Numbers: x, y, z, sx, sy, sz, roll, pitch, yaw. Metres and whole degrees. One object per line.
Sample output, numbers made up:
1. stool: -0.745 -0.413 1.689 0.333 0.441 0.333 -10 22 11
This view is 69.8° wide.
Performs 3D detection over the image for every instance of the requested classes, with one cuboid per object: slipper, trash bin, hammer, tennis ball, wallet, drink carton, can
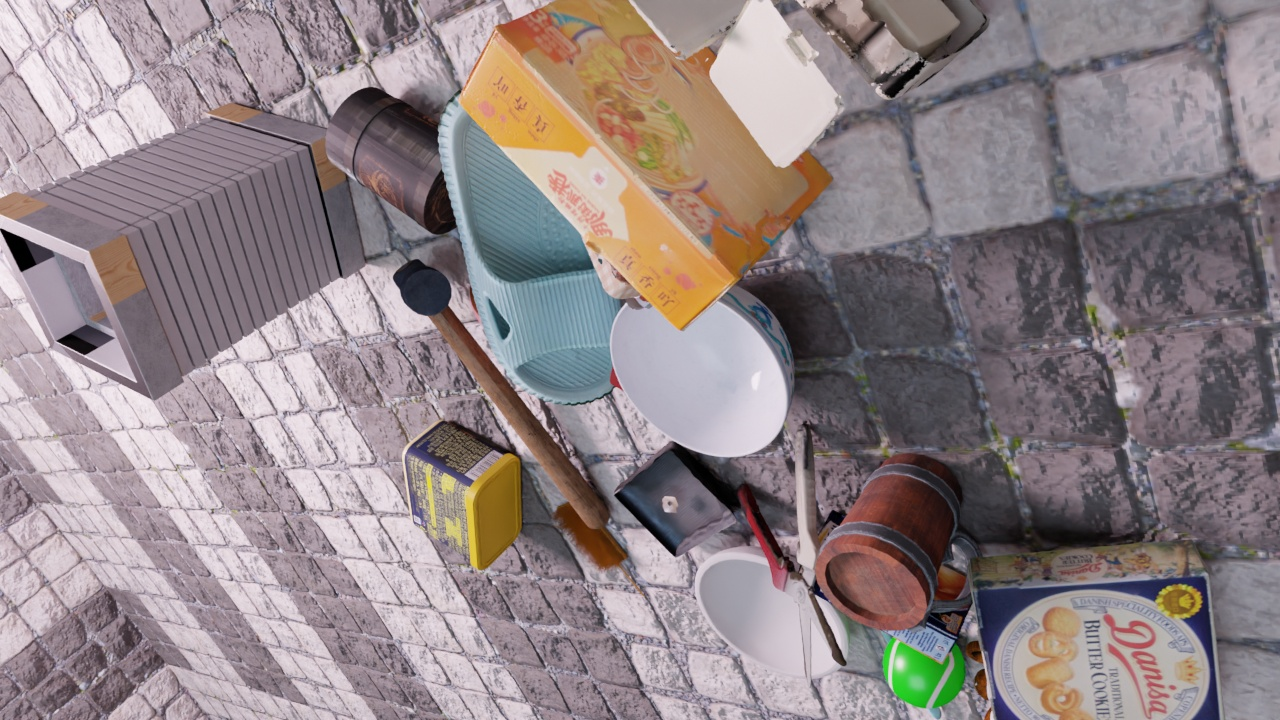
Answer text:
1. slipper: -0.081 -0.078 0.712 0.116 0.069 0.276 -17 114 -3
2. trash bin: -0.400 -0.109 0.825 0.142 0.246 0.143 20 132 25
3. hammer: -0.125 0.040 0.871 0.322 0.040 0.129 55 169 -20
4. tennis ball: 0.235 0.254 0.760 0.065 0.065 0.065 20 132 24
5. wallet: 0.033 0.128 0.843 0.089 0.026 0.115 45 138 -1
6. drink carton: 0.194 0.178 0.732 0.130 0.064 0.040 26 134 20
7. can: -0.193 0.144 0.995 0.104 0.075 0.135 26 134 23

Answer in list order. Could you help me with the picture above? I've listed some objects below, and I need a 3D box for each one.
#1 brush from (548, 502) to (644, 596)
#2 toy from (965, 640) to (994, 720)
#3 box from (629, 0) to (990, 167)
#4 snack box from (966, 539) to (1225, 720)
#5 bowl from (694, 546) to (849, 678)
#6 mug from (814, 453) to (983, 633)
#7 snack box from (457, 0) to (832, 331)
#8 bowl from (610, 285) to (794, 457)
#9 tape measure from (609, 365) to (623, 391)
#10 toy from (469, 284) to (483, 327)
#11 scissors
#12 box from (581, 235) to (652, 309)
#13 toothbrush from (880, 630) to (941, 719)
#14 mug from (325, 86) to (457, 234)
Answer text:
1. brush: -0.041 0.201 0.963 0.126 0.017 0.049 52 137 -8
2. toy: 0.298 0.246 0.708 0.087 0.067 0.113 -5 131 35
3. box: 0.077 -0.179 0.456 0.143 0.179 0.081 51 139 3
4. snack box: 0.312 0.200 0.631 0.145 0.042 0.144 -10 108 20
5. bowl: 0.124 0.219 0.833 0.150 0.043 0.150 20 132 24
6. mug: 0.197 0.140 0.665 0.117 0.110 0.082 46 137 -2
7. snack box: 0.004 -0.132 0.576 0.195 0.144 0.081 46 137 -2
8. bowl: 0.058 -0.008 0.684 0.144 0.074 0.144 20 132 24
9. tape measure: -0.005 0.004 0.757 0.019 0.051 0.059 29 135 16
10. toy: -0.104 -0.038 0.799 0.090 0.051 0.110 -14 112 46
11. scissors: 0.120 0.142 0.722 0.198 0.015 0.179 -140 59 -63
12. box: -0.036 -0.120 0.632 0.067 0.056 0.187 112 137 -67
13. toothbrush: 0.222 0.245 0.800 0.017 0.016 0.180 -21 107 36
14. mug: -0.189 -0.157 0.764 0.107 0.079 0.116 33 163 13
